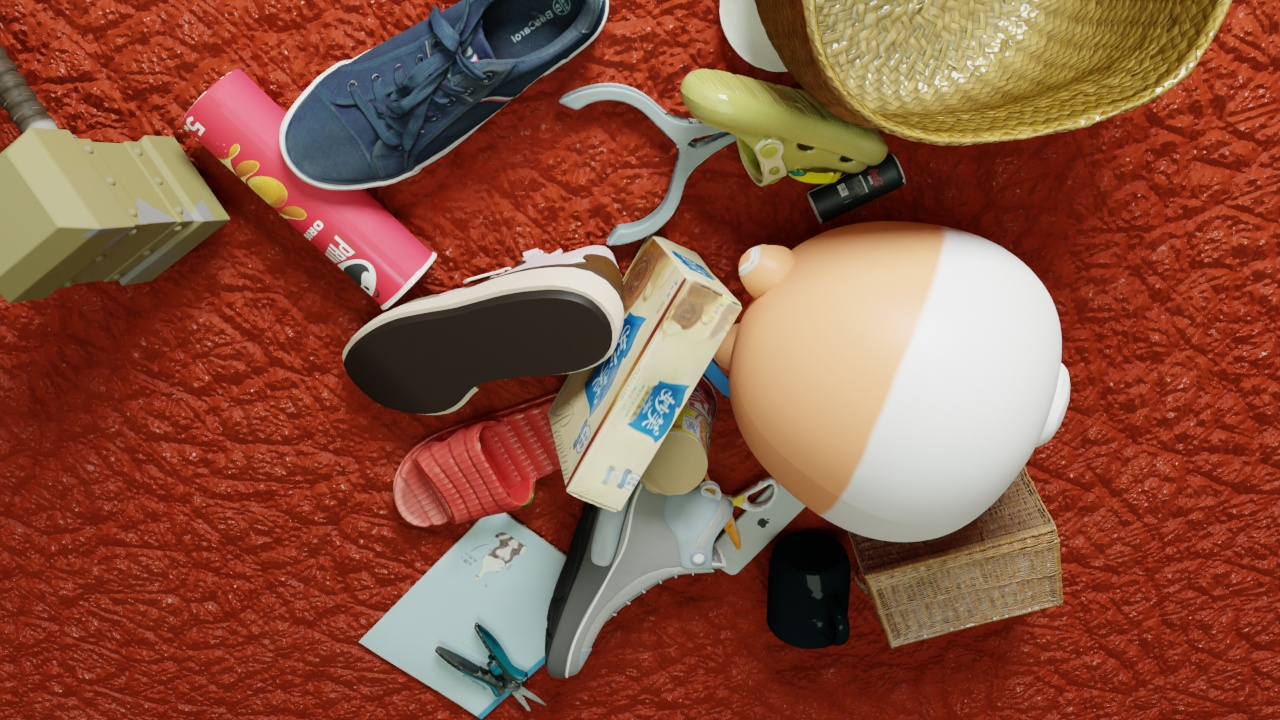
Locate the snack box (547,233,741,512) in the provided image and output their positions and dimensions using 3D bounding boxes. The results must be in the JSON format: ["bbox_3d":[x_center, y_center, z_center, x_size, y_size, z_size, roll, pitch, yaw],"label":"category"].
[{"bbox_3d":[-0.005,0.005,0.801,0.055,0.153,0.208,25,105,-20],"label":"snack box"}]

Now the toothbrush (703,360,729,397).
[{"bbox_3d":[0.070,0.012,0.898,0.016,0.014,0.166,-37,110,16],"label":"toothbrush"}]

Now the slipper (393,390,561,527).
[{"bbox_3d":[-0.142,0.104,0.918,0.249,0.059,0.103,-25,113,10],"label":"slipper"}]

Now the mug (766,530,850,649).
[{"bbox_3d":[0.182,0.246,0.951,0.085,0.121,0.095,-9,116,-14],"label":"mug"}]

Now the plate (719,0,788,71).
[{"bbox_3d":[0.115,-0.291,0.747,0.104,0.026,0.104,0,116,-1],"label":"plate"}]

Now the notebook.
[{"bbox_3d":[-0.171,0.290,1.033,0.181,0.009,0.254,38,110,-17],"label":"notebook"}]

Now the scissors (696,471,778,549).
[{"bbox_3d":[0.087,0.146,0.959,0.131,0.011,0.125,-17,111,16],"label":"scissors"}]

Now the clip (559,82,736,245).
[{"bbox_3d":[0.004,-0.159,0.810,0.169,0.031,0.165,10,117,-4],"label":"clip"}]

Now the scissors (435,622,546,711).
[{"bbox_3d":[-0.171,0.352,1.046,0.119,0.019,0.151,-2,118,0],"label":"scissors"}]

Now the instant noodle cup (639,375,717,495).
[{"bbox_3d":[0.028,0.070,0.871,0.100,0.112,0.100,-1,115,-2],"label":"instant noodle cup"}]

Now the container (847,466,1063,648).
[{"bbox_3d":[0.316,0.196,0.932,0.199,0.113,0.113,-17,119,9],"label":"container"}]

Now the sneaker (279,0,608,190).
[{"bbox_3d":[-0.156,-0.224,0.703,0.295,0.127,0.121,-30,109,5],"label":"sneaker"}]

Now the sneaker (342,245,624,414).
[{"bbox_3d":[-0.143,-0.042,0.838,0.295,0.116,0.112,-17,124,29],"label":"sneaker"}]

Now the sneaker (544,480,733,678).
[{"bbox_3d":[-0.002,0.230,0.953,0.160,0.093,0.257,14,110,-9],"label":"sneaker"}]

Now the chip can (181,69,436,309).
[{"bbox_3d":[-0.282,-0.144,0.792,0.069,0.069,0.220,-39,109,17],"label":"chip can"}]

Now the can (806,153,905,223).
[{"bbox_3d":[0.190,-0.152,0.810,0.080,0.031,0.031,-25,113,11],"label":"can"}]

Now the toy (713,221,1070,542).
[{"bbox_3d":[0.201,0.006,0.770,0.281,0.265,0.263,24,147,8],"label":"toy"}]

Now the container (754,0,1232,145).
[{"bbox_3d":[0.225,-0.308,0.630,0.307,0.196,0.307,-3,113,-8],"label":"container"}]

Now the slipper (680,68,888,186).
[{"bbox_3d":[0.112,-0.178,0.745,0.190,0.091,0.082,8,119,-26],"label":"slipper"}]

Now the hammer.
[{"bbox_3d":[-0.499,-0.217,0.723,0.101,0.190,0.325,-32,94,14],"label":"hammer"}]

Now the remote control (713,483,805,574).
[{"bbox_3d":[0.129,0.172,0.978,0.045,0.008,0.147,35,111,-15],"label":"remote control"}]
